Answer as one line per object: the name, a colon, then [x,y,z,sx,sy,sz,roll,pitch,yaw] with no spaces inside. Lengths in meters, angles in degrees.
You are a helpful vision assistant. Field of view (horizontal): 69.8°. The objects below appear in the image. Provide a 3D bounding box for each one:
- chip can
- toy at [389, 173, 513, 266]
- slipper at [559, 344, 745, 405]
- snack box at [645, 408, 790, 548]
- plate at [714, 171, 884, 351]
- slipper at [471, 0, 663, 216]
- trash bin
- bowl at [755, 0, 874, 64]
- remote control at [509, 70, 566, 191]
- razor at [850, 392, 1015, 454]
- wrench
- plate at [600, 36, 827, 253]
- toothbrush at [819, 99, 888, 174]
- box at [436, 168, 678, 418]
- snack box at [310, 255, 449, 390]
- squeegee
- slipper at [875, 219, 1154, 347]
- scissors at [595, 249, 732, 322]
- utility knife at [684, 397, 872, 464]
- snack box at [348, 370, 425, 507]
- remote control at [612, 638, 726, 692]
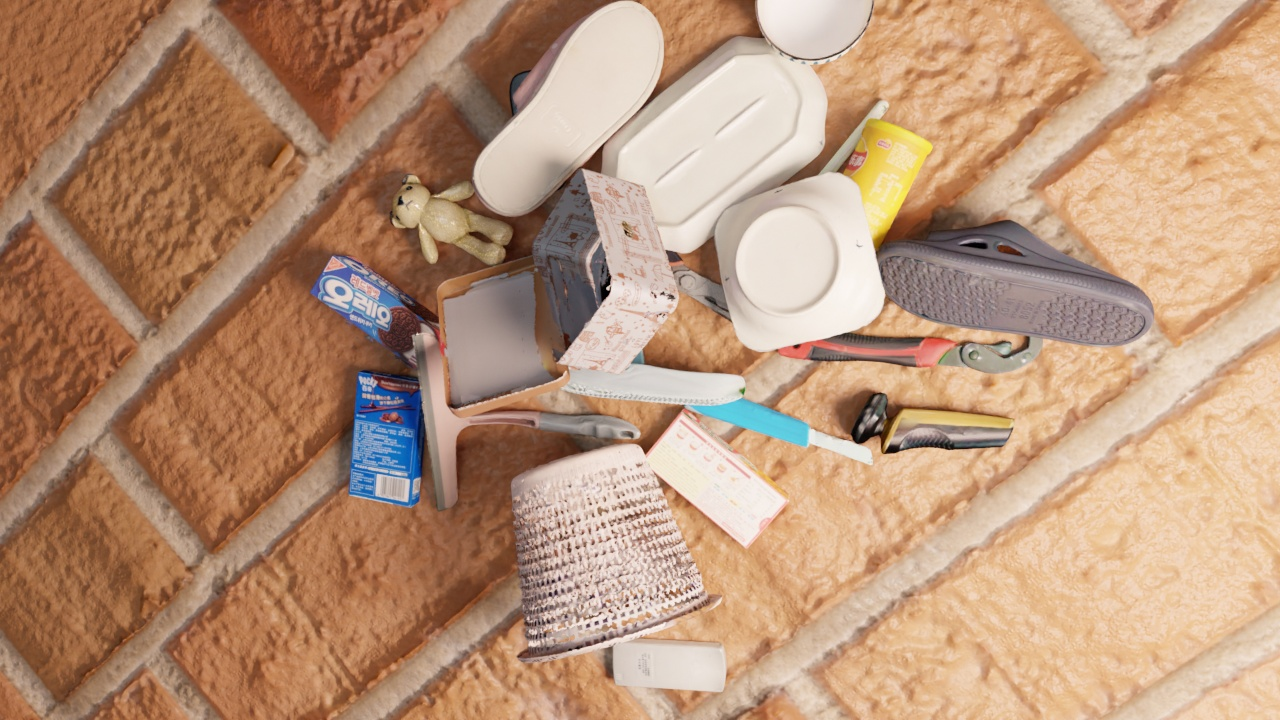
chip can: [0.221,-0.138,0.952,0.072,0.072,0.213,26,102,8]
toy: [-0.217,-0.156,1.047,0.157,0.066,0.105,25,96,15]
slipper: [-0.006,0.006,1.004,0.246,0.104,0.074,6,85,15]
snack box: [0.085,0.133,1.040,0.156,0.027,0.077,40,104,5]
plate: [0.153,-0.099,0.929,0.164,0.034,0.164,-16,84,27]
slipper: [-0.078,-0.271,0.994,0.114,0.054,0.274,39,89,-14]
trash bin: [-0.047,0.200,0.996,0.228,0.227,0.192,-19,80,14]
bowl: [0.177,-0.357,0.935,0.116,0.066,0.116,1,95,10]
remote control: [-0.114,-0.256,1.033,0.053,0.024,0.136,-10,96,7]
razor: [0.310,0.068,0.975,0.167,0.062,0.067,2,66,7]
wrench: [0.285,-0.014,0.983,0.274,0.016,0.056,0,94,12]
plate: [0.074,-0.232,0.983,0.266,0.034,0.162,-36,87,11]
toothbrush: [0.197,-0.200,0.977,0.029,0.020,0.190,34,104,-25]
box: [-0.091,-0.062,0.955,0.274,0.125,0.178,-31,51,23]
snack box: [-0.287,-0.045,1.082,0.207,0.057,0.058,35,100,6]
squeegee: [-0.124,0.074,1.067,0.249,0.040,0.248,2,120,2]
slipper: [0.371,-0.084,0.924,0.268,0.111,0.083,14,61,11]
scissors: [0.033,-0.084,1.030,0.197,0.015,0.205,-21,92,13]
utility knife: [0.155,0.073,1.021,0.216,0.018,0.034,19,99,10]
snack box: [-0.307,0.095,1.120,0.084,0.026,0.157,9,99,11]
remote control: [0.034,0.359,1.085,0.135,0.019,0.056,-1,97,12]
